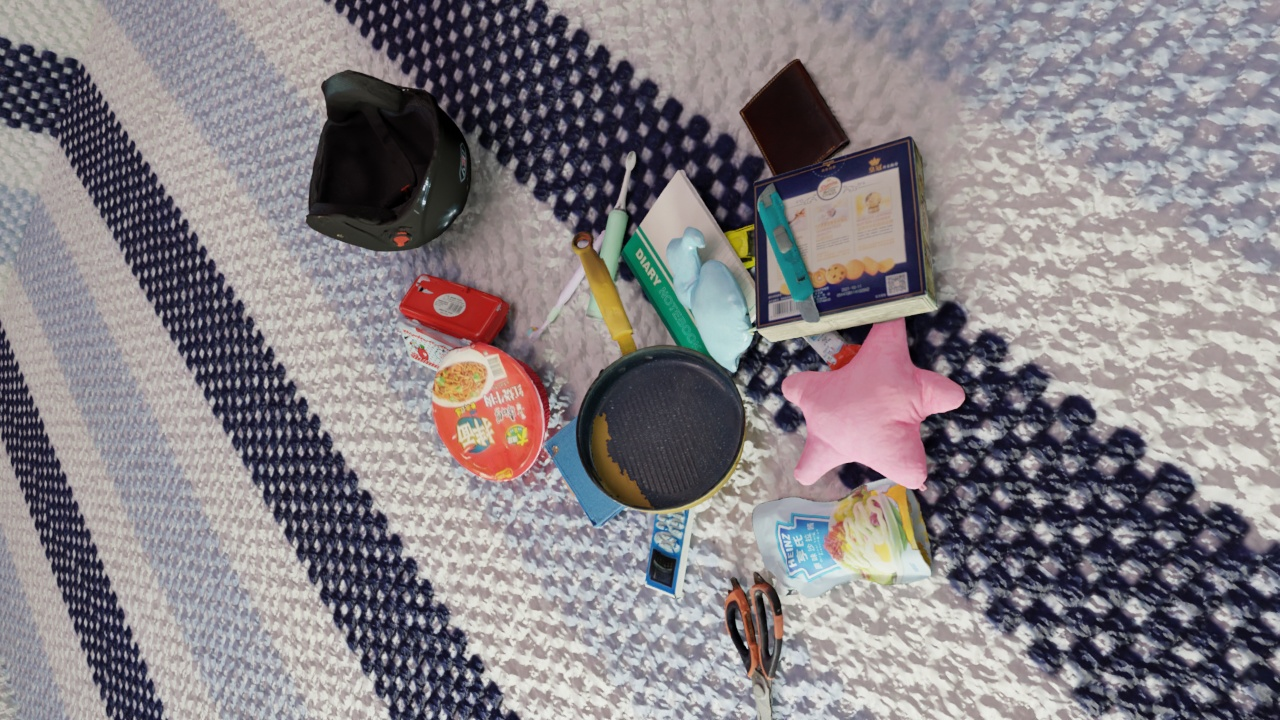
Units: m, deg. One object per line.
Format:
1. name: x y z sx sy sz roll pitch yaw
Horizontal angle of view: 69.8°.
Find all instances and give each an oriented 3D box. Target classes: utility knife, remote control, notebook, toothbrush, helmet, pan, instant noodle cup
1. utility knife: 0.153 -0.112 0.950 0.029 0.013 0.179 -29 58 23
2. remote control: 0.037 0.222 1.112 0.049 0.024 0.125 13 96 38
3. notebook: 0.059 -0.102 1.104 0.151 0.012 0.209 -52 58 40
4. toothbrush: -0.097 -0.101 1.243 0.021 0.029 0.189 35 112 -8
5. toothbrush: -0.035 -0.161 1.192 0.027 0.026 0.224 -130 52 -79
6. helmet: -0.356 -0.272 1.327 0.275 0.230 0.233 -3 78 30
7. pan: -0.006 0.006 1.073 0.198 0.078 0.357 -24 65 4
8. instant noodle cup: -0.194 0.064 1.259 0.194 0.065 0.194 9 107 29

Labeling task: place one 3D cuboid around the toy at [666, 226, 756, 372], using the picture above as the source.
1. toy: 0.080 -0.069 1.031 0.156 0.049 0.161 28 131 60

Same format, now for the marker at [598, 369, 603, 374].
1. marker: -0.064 0.070 1.207 0.018 0.015 0.124 24 102 31

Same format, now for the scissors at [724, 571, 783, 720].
1. scissors: 0.126 0.352 1.033 0.192 0.015 0.207 48 129 40

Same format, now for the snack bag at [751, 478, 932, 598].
1. snack bag: 0.207 0.191 0.975 0.191 0.038 0.110 -20 86 36

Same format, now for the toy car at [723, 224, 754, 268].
1. toy car: 0.129 -0.134 1.059 0.105 0.032 0.048 -11 80 35

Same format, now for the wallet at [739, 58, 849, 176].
1. wallet: 0.171 -0.266 1.043 0.097 0.020 0.122 -39 66 35

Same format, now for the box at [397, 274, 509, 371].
1. box: -0.282 -0.043 1.357 0.201 0.073 0.155 19 102 37

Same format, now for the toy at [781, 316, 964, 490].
1. toy: 0.230 0.061 0.935 0.195 0.074 0.178 -39 62 23

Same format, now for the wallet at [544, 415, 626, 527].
1. wallet: -0.055 0.134 1.175 0.106 0.040 0.133 -41 69 18

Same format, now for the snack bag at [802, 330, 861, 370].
1. snack bag: 0.198 -0.027 1.001 0.104 0.026 0.048 47 109 31

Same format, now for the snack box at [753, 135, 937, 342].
1. snack box: 0.207 -0.123 0.954 0.178 0.045 0.182 -11 66 31
